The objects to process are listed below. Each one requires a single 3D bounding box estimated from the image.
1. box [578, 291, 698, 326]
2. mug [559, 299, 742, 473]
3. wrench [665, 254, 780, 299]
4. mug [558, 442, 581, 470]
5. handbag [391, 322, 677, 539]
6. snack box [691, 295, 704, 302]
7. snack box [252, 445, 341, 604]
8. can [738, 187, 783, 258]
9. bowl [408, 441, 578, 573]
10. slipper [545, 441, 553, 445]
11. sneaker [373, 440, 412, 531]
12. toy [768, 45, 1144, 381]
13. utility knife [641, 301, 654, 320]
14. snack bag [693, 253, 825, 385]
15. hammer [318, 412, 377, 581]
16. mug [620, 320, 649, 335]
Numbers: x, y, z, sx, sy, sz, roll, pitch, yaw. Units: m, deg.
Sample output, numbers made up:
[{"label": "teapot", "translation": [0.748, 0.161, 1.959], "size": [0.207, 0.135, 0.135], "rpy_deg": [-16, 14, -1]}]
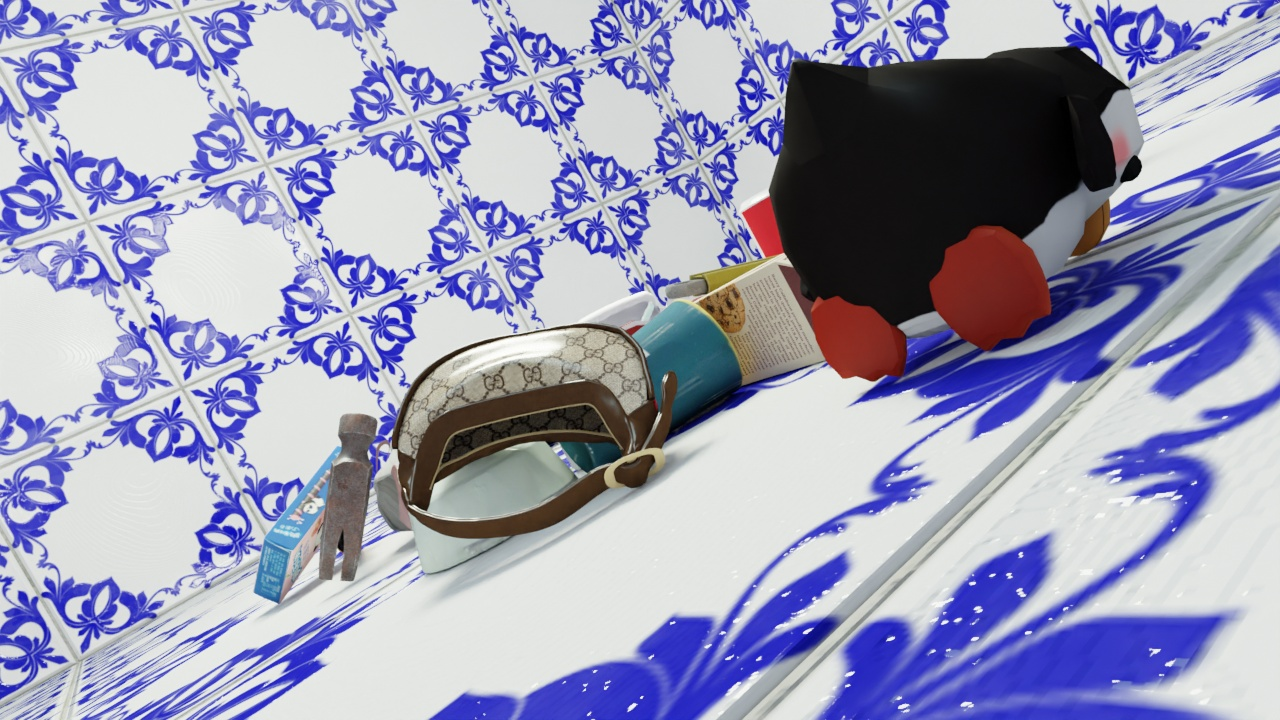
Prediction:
[{"label": "box", "translation": [0.019, -0.021, 0.974], "size": [0.151, 0.107, 0.132], "rpy_deg": [-24, 8, -2]}, {"label": "mug", "translation": [-0.001, 0.021, 0.627], "size": [0.121, 0.078, 0.078], "rpy_deg": [-34, 4, -21]}, {"label": "wrench", "translation": [0.147, -0.085, 0.770], "size": [0.273, 0.018, 0.084], "rpy_deg": [-15, 9, -20]}, {"label": "mug", "translation": [-0.043, 0.040, 0.705], "size": [0.113, 0.070, 0.084], "rpy_deg": [-27, 3, 36]}, {"label": "handbag", "translation": [-0.060, 0.043, 0.530], "size": [0.166, 0.063, 0.138], "rpy_deg": [-9, 42, 9]}, {"label": "snack box", "translation": [0.032, -0.003, 0.760], "size": [0.072, 0.072, 0.122], "rpy_deg": [-30, 2, -31]}, {"label": "snack box", "translation": [-0.345, 0.169, 0.958], "size": [0.153, 0.033, 0.088], "rpy_deg": [-70, 5, -57]}, {"label": "can", "translation": [0.161, -0.118, 0.953], "size": [0.070, 0.132, 0.070], "rpy_deg": [-29, 2, 1]}, {"label": "bowl", "translation": [-0.104, 0.084, 0.607], "size": [0.117, 0.061, 0.117], "rpy_deg": [-29, 2, 1]}, {"label": "slipper", "translation": [-0.095, 0.029, 1.134], "size": [0.113, 0.076, 0.267], "rpy_deg": [-59, -6, 24]}, {"label": "sneaker", "translation": [-0.212, 0.111, 0.862], "size": [0.089, 0.099, 0.236], "rpy_deg": [-43, 12, -14]}, {"label": "toy", "translation": [0.156, -0.096, 0.429], "size": [0.183, 0.140, 0.159], "rpy_deg": [-30, 2, -34]}, {"label": "utility knife", "translation": [-0.015, 0.005, 0.931], "size": [0.022, 0.015, 0.141], "rpy_deg": [21, 85, 44]}, {"label": "snack bag", "translation": [0.122, -0.045, 0.619], "size": [0.094, 0.070, 0.207], "rpy_deg": [-30, 3, -28]}, {"label": "hammer", "translation": [-0.288, 0.164, 0.902], "size": [0.035, 0.137, 0.315], "rpy_deg": [8, -23, -15]}, {"label": "mug", "translation": [-0.005, 0.005, 0.868], "size": [0.116, 0.080, 0.097], "rpy_deg": [-34, 4, -24]}]
